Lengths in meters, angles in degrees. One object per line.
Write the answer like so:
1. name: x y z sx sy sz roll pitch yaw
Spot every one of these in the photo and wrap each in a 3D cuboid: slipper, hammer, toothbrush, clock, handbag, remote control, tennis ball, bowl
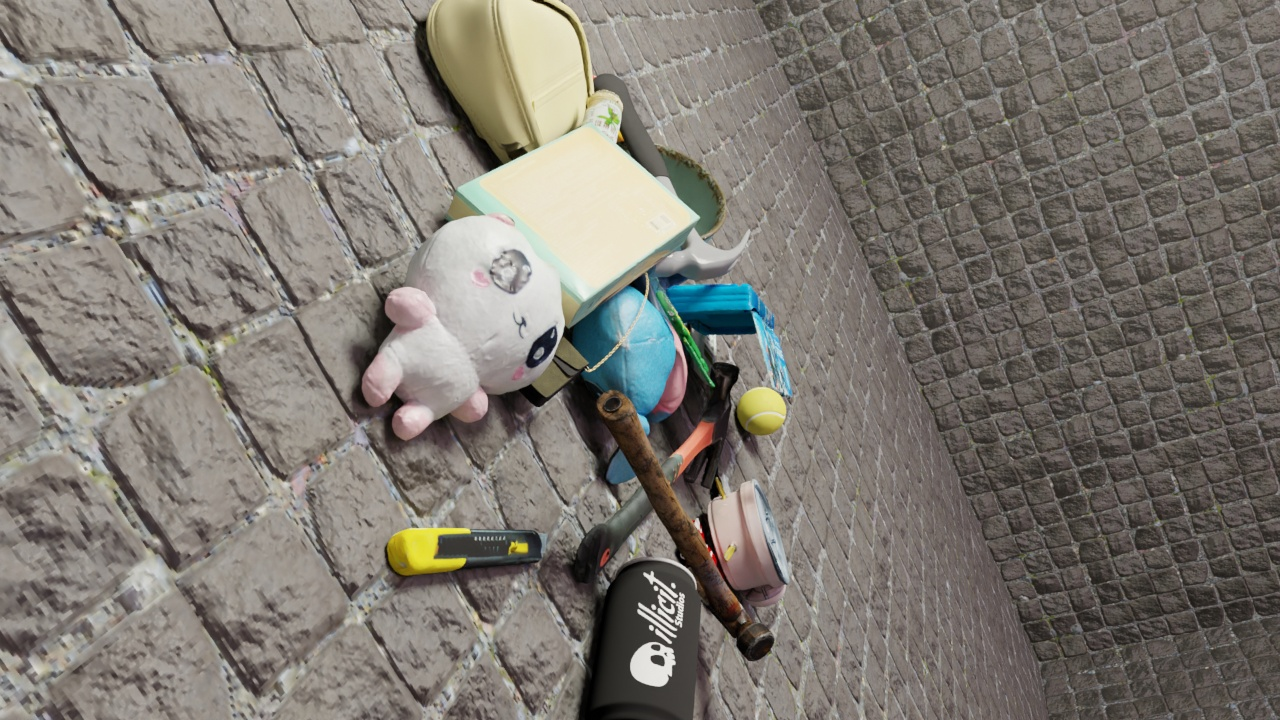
1. slipper: 0.028 -0.107 1.098 0.103 0.059 0.213 20 54 -58
2. hammer: 0.016 -0.203 0.970 0.124 0.030 0.310 -4 53 -27
3. toothbrush: 0.092 0.096 1.122 0.187 0.014 0.017 -88 161 -44
4. clock: 0.123 0.204 1.012 0.158 0.059 0.116 59 17 -46
5. handbag: -0.117 -0.281 0.913 0.232 0.089 0.191 -59 139 -62
6. handbag: -0.050 -0.038 0.782 0.084 0.028 0.177 47 52 2
7. hammer: 0.029 0.137 0.776 0.120 0.033 0.330 39 -18 45
8. remote control: 0.079 -0.028 1.187 0.050 0.022 0.133 50 29 -37
9. tennis ball: 0.162 0.069 1.233 0.065 0.065 0.065 47 31 -41
10. hammer: 0.022 0.112 0.878 0.332 0.033 0.133 -36 139 -60
11. bowl: 0.005 -0.155 1.012 0.160 0.094 0.159 10 51 -13

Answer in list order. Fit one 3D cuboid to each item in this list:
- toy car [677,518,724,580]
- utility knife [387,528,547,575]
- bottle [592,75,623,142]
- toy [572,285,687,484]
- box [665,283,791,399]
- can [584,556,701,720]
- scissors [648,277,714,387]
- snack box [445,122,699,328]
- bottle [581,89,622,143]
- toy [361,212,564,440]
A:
1. toy car: 0.065 0.210 0.947 0.089 0.025 0.038 61 24 -17
2. utility knife: -0.110 0.130 0.639 0.174 0.020 0.028 18 56 -63
3. bottle: -0.051 -0.304 1.105 0.134 0.049 0.071 29 45 -57
4. toy: -0.005 0.005 0.898 0.191 0.099 0.224 24 56 -74
5. box: 0.108 -0.015 1.034 0.243 0.114 0.113 16 74 -76
6. can: 0.005 0.234 0.722 0.080 0.080 0.145 55 27 -29
7. scissors: 0.039 -0.031 0.901 0.131 0.012 0.112 56 7 -43
8. snack box: -0.052 -0.126 0.806 0.141 0.044 0.193 42 45 7
9. bottle: -0.045 -0.226 0.944 0.042 0.043 0.109 41 52 -48
10. toy: -0.127 -0.021 0.650 0.179 0.102 0.139 -56 136 -40
